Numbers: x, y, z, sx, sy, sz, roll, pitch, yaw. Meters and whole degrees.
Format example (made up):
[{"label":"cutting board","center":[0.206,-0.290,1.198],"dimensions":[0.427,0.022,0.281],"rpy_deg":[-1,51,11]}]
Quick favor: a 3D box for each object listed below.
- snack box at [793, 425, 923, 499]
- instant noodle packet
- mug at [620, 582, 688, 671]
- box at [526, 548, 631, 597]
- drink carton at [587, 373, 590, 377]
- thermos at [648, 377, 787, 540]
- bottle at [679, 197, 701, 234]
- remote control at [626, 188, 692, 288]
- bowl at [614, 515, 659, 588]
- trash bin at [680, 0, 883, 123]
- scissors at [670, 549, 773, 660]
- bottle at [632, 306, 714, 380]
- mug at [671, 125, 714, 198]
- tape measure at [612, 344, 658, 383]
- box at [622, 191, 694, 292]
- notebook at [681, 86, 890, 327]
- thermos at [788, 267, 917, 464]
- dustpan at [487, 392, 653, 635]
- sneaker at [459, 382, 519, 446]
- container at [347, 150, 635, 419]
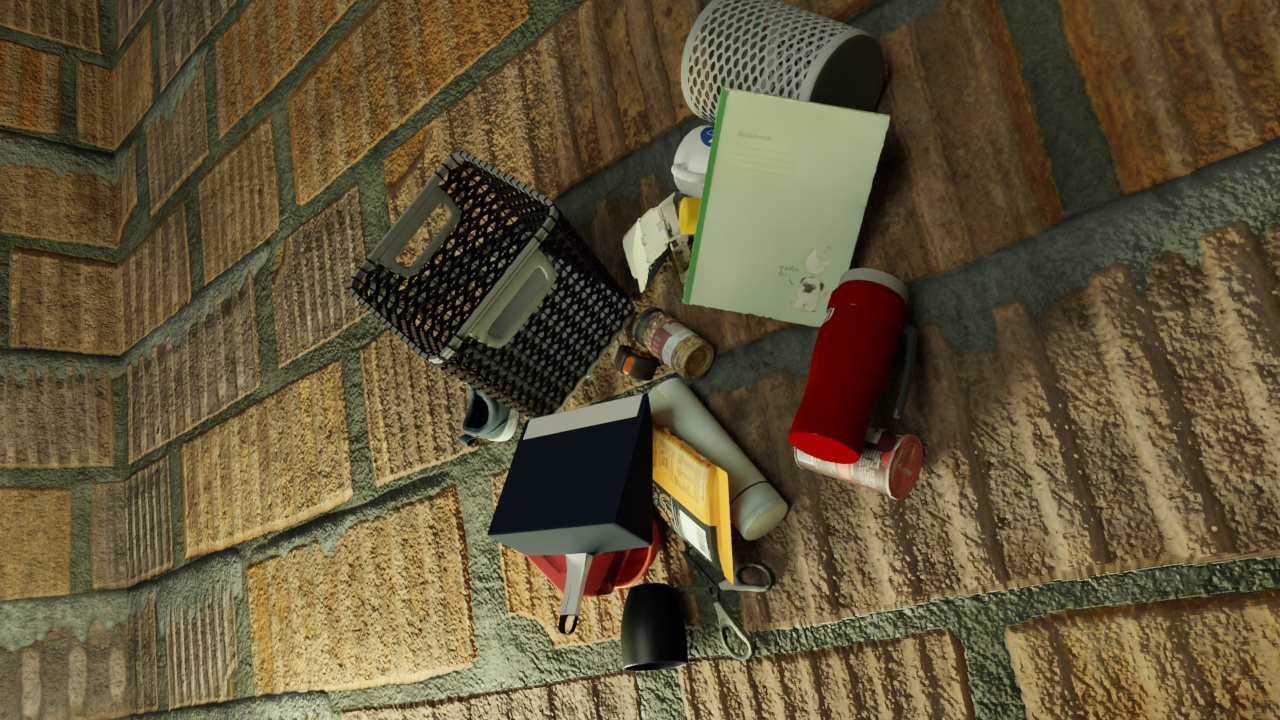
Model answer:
[{"label":"snack box","center":[0.238,0.102,1.008],"dimensions":[0.121,0.072,0.072],"rpy_deg":[15,95,43]},{"label":"instant noodle packet","center":[0.046,0.157,1.144],"dimensions":[0.221,0.032,0.160],"rpy_deg":[35,138,51]},{"label":"mug","center":[0.011,0.349,1.194],"dimensions":[0.119,0.085,0.100],"rpy_deg":[122,147,-60]},{"label":"box","center":[-0.074,0.217,1.212],"dimensions":[0.129,0.087,0.158],"rpy_deg":[33,107,45]},{"label":"drink carton","center":[-0.129,0.023,1.372],"dimensions":[0.129,0.038,0.044],"rpy_deg":[-24,70,38]},{"label":"thermos","center":[0.089,0.119,1.145],"dimensions":[0.230,0.067,0.068],"rpy_deg":[51,118,33]},{"label":"bottle","center":[0.121,-0.170,1.102],"dimensions":[0.043,0.143,0.043],"rpy_deg":[-179,91,-79]},{"label":"remote control","center":[0.036,-0.171,1.256],"dimensions":[0.047,0.022,0.150],"rpy_deg":[49,115,35]},{"label":"bowl","center":[-0.019,0.241,1.244],"dimensions":[0.131,0.045,0.130],"rpy_deg":[-6,81,42]},{"label":"trash bin","center":[0.167,-0.330,1.065],"dimensions":[0.183,0.156,0.157],"rpy_deg":[34,108,36]},{"label":"scissors","center":[0.104,0.295,1.149],"dimensions":[0.158,0.012,0.171],"rpy_deg":[-40,60,31]},{"label":"bottle","center":[0.043,-0.023,1.209],"dimensions":[0.105,0.056,0.056],"rpy_deg":[38,111,38]},{"label":"mug","center":[0.093,-0.236,1.142],"dimensions":[0.090,0.121,0.091],"rpy_deg":[31,125,40]},{"label":"tape measure","center":[-0.007,0.007,1.251],"dimensions":[0.058,0.059,0.038],"rpy_deg":[-108,37,-74]},{"label":"box","center":[0.021,-0.130,1.145],"dimensions":[0.105,0.187,0.143],"rpy_deg":[-33,58,31]},{"label":"notebook","center":[0.156,-0.163,1.022],"dimensions":[0.182,0.010,0.253],"rpy_deg":[10,118,1]},{"label":"thermos","center":[0.234,0.008,0.975],"dimensions":[0.108,0.084,0.198],"rpy_deg":[18,70,12]},{"label":"dustpan","center":[-0.080,0.194,1.139],"dimensions":[0.237,0.080,0.272],"rpy_deg":[-15,49,42]},{"label":"sneaker","center":[-0.226,0.020,1.428],"dimensions":[0.089,0.087,0.235],"rpy_deg":[20,99,41]},{"label":"container","center":[-0.191,-0.089,1.257],"dimensions":[0.246,0.243,0.247],"rpy_deg":[34,85,39]}]
